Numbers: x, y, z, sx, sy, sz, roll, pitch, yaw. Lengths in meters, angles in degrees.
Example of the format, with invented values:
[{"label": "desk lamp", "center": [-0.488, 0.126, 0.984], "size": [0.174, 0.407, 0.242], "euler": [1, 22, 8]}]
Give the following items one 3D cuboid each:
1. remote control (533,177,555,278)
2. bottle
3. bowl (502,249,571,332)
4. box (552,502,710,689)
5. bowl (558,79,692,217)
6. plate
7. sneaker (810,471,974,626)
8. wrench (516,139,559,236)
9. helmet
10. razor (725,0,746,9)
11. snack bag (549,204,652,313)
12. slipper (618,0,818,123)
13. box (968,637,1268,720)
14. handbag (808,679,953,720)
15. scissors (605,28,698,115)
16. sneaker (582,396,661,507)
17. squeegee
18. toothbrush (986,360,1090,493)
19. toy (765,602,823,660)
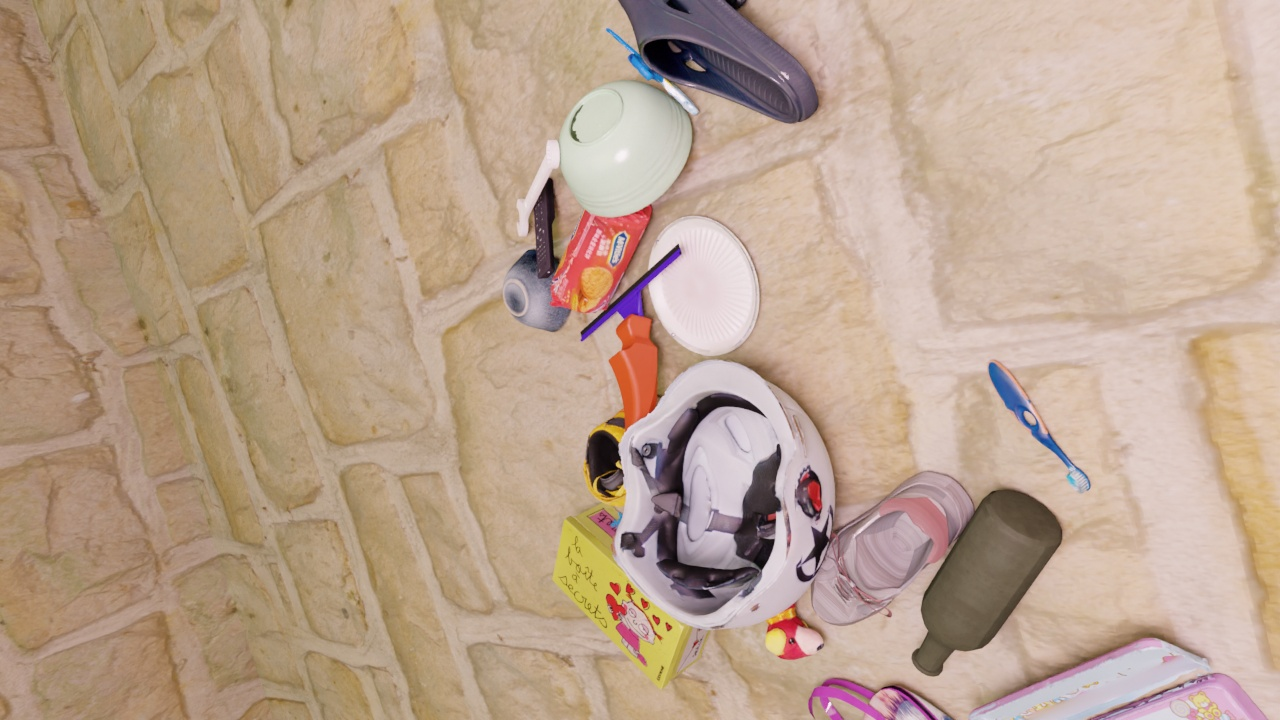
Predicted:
[{"label": "remote control", "center": [-0.116, -0.163, 1.121], "size": [0.032, 0.015, 0.136], "euler": [-38, 50, 47]}, {"label": "bottle", "center": [0.306, 0.215, 0.845], "size": [0.071, 0.071, 0.207], "euler": [38, 129, 29]}, {"label": "bowl", "center": [-0.143, -0.086, 1.193], "size": [0.110, 0.055, 0.110], "euler": [18, 117, 39]}, {"label": "box", "center": [-0.013, 0.297, 1.188], "size": [0.221, 0.081, 0.125], "euler": [37, 128, 29]}, {"label": "bowl", "center": [-0.028, -0.232, 0.955], "size": [0.151, 0.077, 0.150], "euler": [-14, 61, 27]}, {"label": "plate", "center": [0.070, -0.082, 1.010], "size": [0.157, 0.014, 0.157], "euler": [19, 118, 40]}, {"label": "sneaker", "center": [0.225, 0.203, 0.907], "size": [0.099, 0.089, 0.237], "euler": [49, 133, 21]}, {"label": "wrench", "center": [-0.123, -0.199, 1.076], "size": [0.274, 0.009, 0.047], "euler": [153, 112, -73]}, {"label": "helmet", "center": [0.104, 0.139, 0.948], "size": [0.237, 0.163, 0.264], "euler": [6, 86, 46]}, {"label": "razor", "center": [0.057, -0.397, 0.884], "size": [0.064, 0.053, 0.140], "euler": [-36, 69, 8]}, {"label": "snack bag", "center": [-0.047, -0.128, 1.067], "size": [0.082, 0.082, 0.177], "euler": [48, 133, 21]}, {"label": "slipper", "center": [0.048, -0.297, 0.875], "size": [0.268, 0.110, 0.083], "euler": [43, 88, 19]}, {"label": "box", "center": [0.408, 0.315, 0.795], "size": [0.149, 0.050, 0.215], "euler": [39, 133, -1]}, {"label": "handbag", "center": [0.254, 0.401, 0.981], "size": [0.170, 0.067, 0.145], "euler": [19, 117, 47]}, {"label": "scissors", "center": [0.014, -0.293, 0.935], "size": [0.130, 0.125, 0.014], "euler": [41, 108, -18]}, {"label": "sneaker", "center": [0.023, 0.161, 1.071], "size": [0.086, 0.121, 0.238], "euler": [-41, 74, 46]}, {"label": "squeegee", "center": [-0.006, 0.006, 1.052], "size": [0.250, 0.055, 0.184], "euler": [-37, 46, 54]}, {"label": "toothbrush", "center": [0.341, 0.056, 0.790], "size": [0.135, 0.017, 0.022], "euler": [57, 133, 13]}, {"label": "toy", "center": [0.149, 0.268, 1.032], "size": [0.106, 0.067, 0.137], "euler": [-31, 74, 55]}]
